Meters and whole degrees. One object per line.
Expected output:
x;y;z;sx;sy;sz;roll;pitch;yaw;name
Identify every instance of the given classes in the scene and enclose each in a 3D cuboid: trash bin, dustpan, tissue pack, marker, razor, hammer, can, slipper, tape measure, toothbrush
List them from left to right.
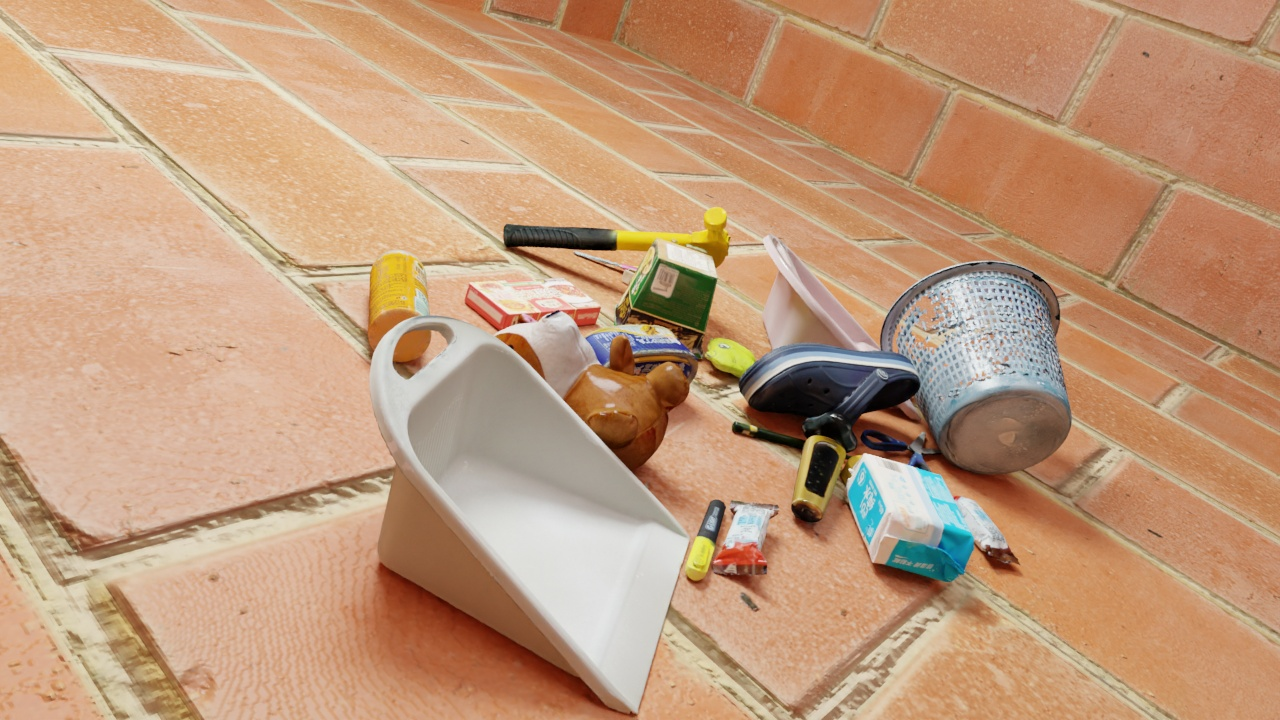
-0.240;-0.057;0.913;0.058;0.058;0.146;12;26;-21;can
-0.077;0.082;0.662;0.258;0.143;0.222;22;24;4;dustpan
-0.032;-0.158;1.211;0.301;0.129;0.032;4;60;7;hammer
-0.006;0.006;0.959;0.147;0.075;0.049;-1;37;-44;can
0.058;0.149;0.783;0.018;0.015;0.123;20;23;7;marker
0.186;0.093;1.011;0.185;0.012;0.017;15;19;-14;toothbrush
0.182;0.106;0.925;0.062;0.068;0.167;25;31;8;razor
0.223;0.043;1.055;0.252;0.105;0.095;1;54;-32;slipper
0.271;-0.059;1.245;0.273;0.139;0.222;16;24;-11;dustpan
0.245;0.123;0.977;0.057;0.029;0.060;0;32;-38;tape measure
0.255;0.151;0.885;0.090;0.063;0.139;17;23;-8;tissue pack
0.424;0.023;1.131;0.226;0.227;0.194;17;40;-11;trash bin

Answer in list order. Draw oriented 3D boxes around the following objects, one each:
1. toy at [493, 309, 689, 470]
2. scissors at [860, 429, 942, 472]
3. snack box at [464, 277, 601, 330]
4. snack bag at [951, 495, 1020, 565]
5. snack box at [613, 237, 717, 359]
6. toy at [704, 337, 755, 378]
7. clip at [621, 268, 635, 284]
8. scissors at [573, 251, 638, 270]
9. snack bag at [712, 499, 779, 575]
-0.066;0.018;0.840;0.200;0.131;0.139;25;36;28;toy
0.324;0.110;1.078;0.166;0.012;0.155;18;23;-22;scissors
-0.123;-0.066;1.069;0.075;0.025;0.152;37;28;31;snack box
0.355;0.174;0.964;0.045;0.026;0.105;19;23;-29;snack bag
0.038;-0.084;1.142;0.118;0.106;0.117;17;25;-9;snack box
0.126;0.005;1.122;0.100;0.031;0.096;38;24;24;toy
0.023;-0.096;1.245;0.102;0.035;0.094;15;23;-3;clip
-0.032;-0.135;1.303;0.133;0.017;0.054;17;10;-1;scissors
0.092;0.151;0.792;0.048;0.026;0.104;2;20;13;snack bag
